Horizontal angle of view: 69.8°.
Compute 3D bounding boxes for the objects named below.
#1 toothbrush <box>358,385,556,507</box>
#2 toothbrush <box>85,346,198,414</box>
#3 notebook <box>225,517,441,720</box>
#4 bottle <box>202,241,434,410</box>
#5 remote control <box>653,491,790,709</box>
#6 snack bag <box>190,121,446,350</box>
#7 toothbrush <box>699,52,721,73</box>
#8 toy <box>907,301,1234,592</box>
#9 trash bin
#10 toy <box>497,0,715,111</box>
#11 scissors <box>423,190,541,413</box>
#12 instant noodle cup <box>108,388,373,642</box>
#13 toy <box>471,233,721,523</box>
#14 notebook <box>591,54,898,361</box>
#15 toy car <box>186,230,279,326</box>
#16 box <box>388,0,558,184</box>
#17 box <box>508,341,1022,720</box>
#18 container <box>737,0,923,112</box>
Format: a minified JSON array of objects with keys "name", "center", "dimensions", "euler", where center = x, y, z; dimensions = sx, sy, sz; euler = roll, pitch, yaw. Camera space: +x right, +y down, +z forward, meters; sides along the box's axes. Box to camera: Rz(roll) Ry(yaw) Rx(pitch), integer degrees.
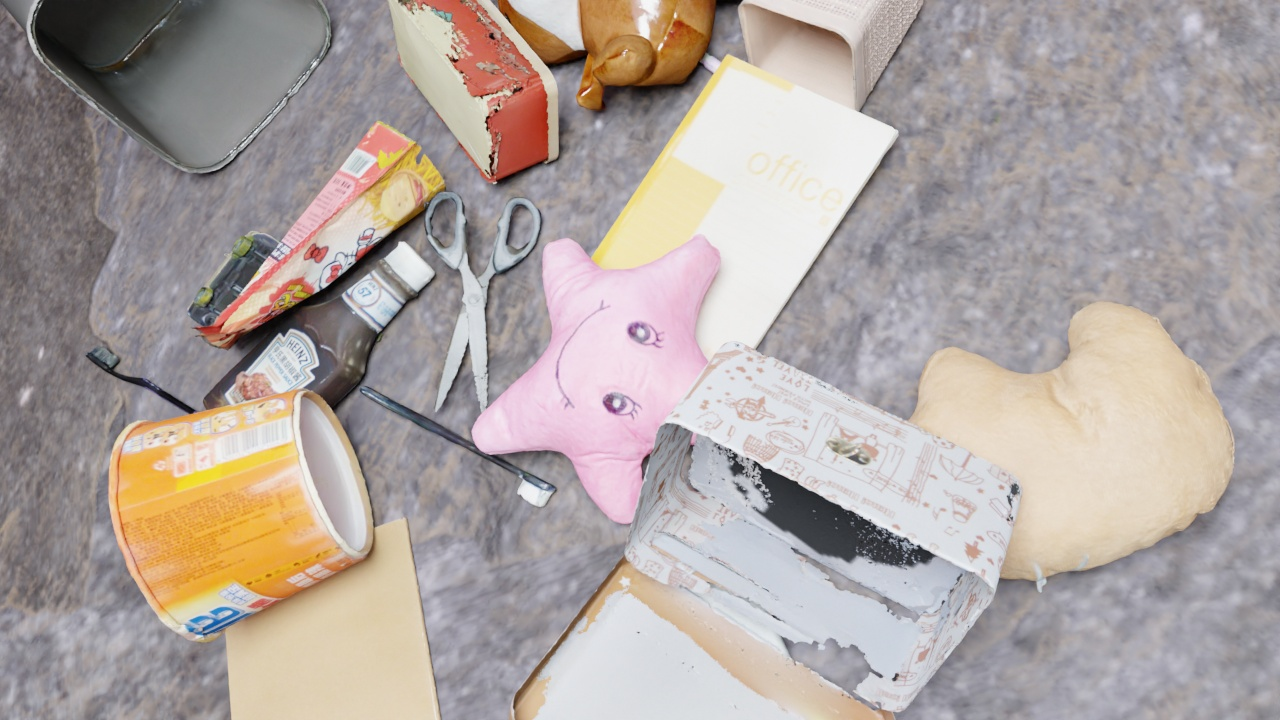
[{"name":"toothbrush","center":[-0.136,0.057,0.653],"dimensions":[0.181,0.015,0.018],"euler":[26,88,23]},{"name":"toothbrush","center":[-0.388,0.025,0.745],"dimensions":[0.189,0.014,0.016],"euler":[22,65,23]},{"name":"notebook","center":[-0.206,0.227,0.612],"dimensions":[0.149,0.012,0.211],"euler":[-21,65,8]},{"name":"bottle","center":[-0.238,-0.011,0.696],"dimensions":[0.195,0.044,0.080],"euler":[-44,62,-3]},{"name":"remote control","center":[0.048,0.154,0.554],"dimensions":[0.058,0.021,0.150],"euler":[-23,65,0]},{"name":"snack bag","center":[-0.244,-0.086,0.691],"dimensions":[0.073,0.129,0.207],"euler":[46,79,-14]},{"name":"toothbrush","center":[0.028,-0.252,0.718],"dimensions":[0.189,0.020,0.029],"euler":[46,131,27]},{"name":"toy","center":[0.205,0.056,0.517],"dimensions":[0.226,0.082,0.143],"euler":[-18,61,13]},{"name":"trash bin","center":[-0.431,-0.315,0.798],"dimensions":[0.220,0.199,0.198],"euler":[35,81,32]},{"name":"toy","center":[-0.044,-0.269,0.691],"dimensions":[0.200,0.130,0.140],"euler":[33,103,42]},{"name":"scissors","center":[-0.120,-0.051,0.681],"dimensions":[0.165,0.014,0.163],"euler":[-37,80,-12]},{"name":"instant noodle cup","center":[-0.251,0.092,0.601],"dimensions":[0.111,0.151,0.151],"euler":[-20,65,-4]},{"name":"toy","center":[-0.004,0.003,0.598],"dimensions":[0.178,0.074,0.194],"euler":[22,85,13]},{"name":"notebook","center":[0.063,-0.103,0.644],"dimensions":[0.146,0.010,0.206],"euler":[34,89,24]},{"name":"toy car","center":[-0.326,-0.065,0.743],"dimensions":[0.090,0.042,0.035],"euler":[-51,42,1]},{"name":"box","center":[-0.137,-0.221,0.708],"dimensions":[0.077,0.091,0.168],"euler":[-27,62,-20]},{"name":"box","center":[0.062,0.123,0.459],"dimensions":[0.181,0.158,0.204],"euler":[30,49,16]},{"name":"container","center":[0.140,-0.250,0.647],"dimensions":[0.090,0.090,0.110],"euler":[29,77,25]}]
